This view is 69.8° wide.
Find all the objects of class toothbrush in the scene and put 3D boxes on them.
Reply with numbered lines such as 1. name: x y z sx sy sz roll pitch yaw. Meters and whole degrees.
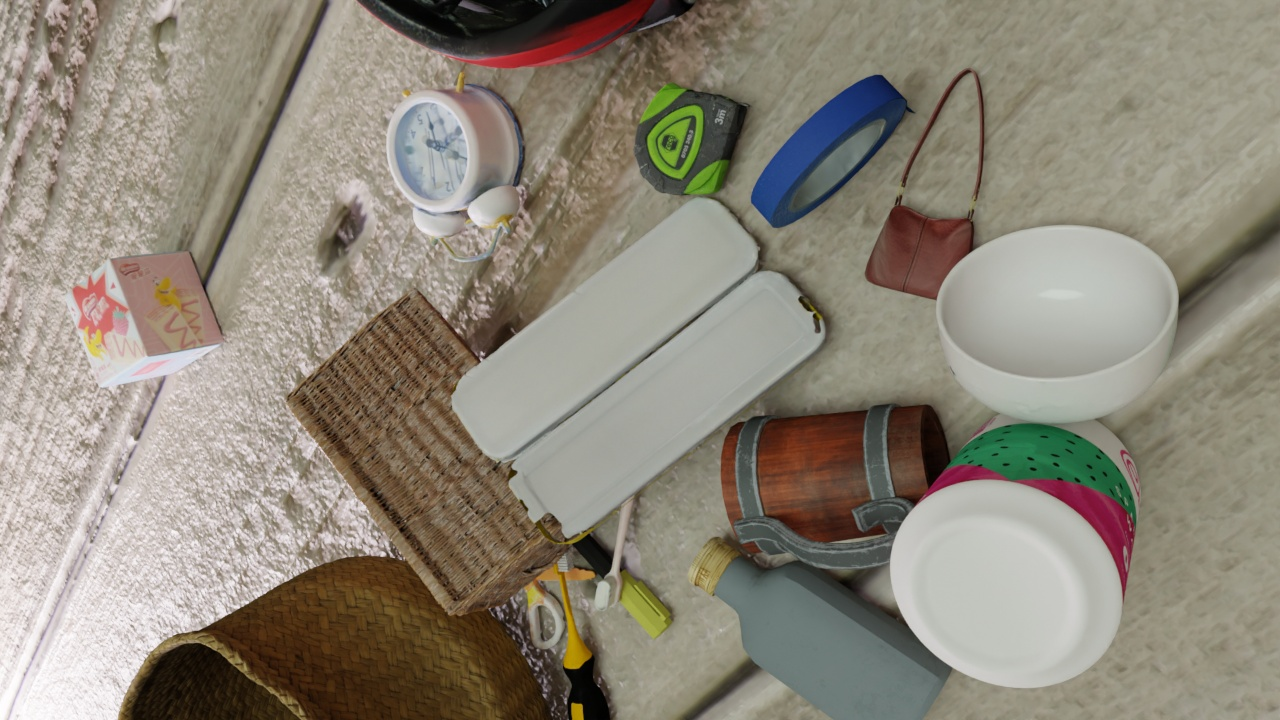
1. toothbrush: -0.046 0.225 0.680 0.031 0.031 0.197 -4 101 29
2. toothbrush: -0.009 0.085 0.625 0.016 0.018 0.181 15 101 25

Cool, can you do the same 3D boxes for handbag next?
1. handbag: 0.160 -0.094 0.489 0.055 0.029 0.120 18 105 25

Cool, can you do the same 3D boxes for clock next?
1. clock: -0.127 -0.132 0.640 0.089 0.051 0.125 -6 101 31

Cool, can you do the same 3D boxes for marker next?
1. marker: -0.025 0.147 0.660 0.124 0.017 0.021 45 119 17

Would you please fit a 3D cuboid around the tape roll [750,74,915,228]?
1. tape roll: 0.098 -0.108 0.481 0.093 0.091 0.016 -45 77 26

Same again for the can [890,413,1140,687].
1. can: 0.181 0.077 0.429 0.088 0.165 0.088 8 105 30

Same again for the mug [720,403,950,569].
1. mug: 0.106 0.074 0.507 0.111 0.117 0.081 -12 112 29

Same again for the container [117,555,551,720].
1. container: -0.221 0.308 0.708 0.307 0.196 0.307 9 108 28

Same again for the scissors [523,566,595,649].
1. scissors: -0.089 0.164 0.703 0.125 0.011 0.128 -3 104 27

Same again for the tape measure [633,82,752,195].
1. tape measure: 0.028 -0.132 0.553 0.059 0.035 0.066 25 110 15

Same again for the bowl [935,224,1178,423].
1. bowl: 0.199 -0.013 0.443 0.105 0.104 0.054 4 140 31

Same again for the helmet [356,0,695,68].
1. helmet: -0.076 -0.280 0.504 0.272 0.166 0.218 39 118 18

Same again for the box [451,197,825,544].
1. box: -0.004 0.003 0.549 0.209 0.023 0.127 -38 76 0

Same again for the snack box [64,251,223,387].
1. snack box: -0.458 -0.038 0.845 0.093 0.079 0.094 -21 89 33

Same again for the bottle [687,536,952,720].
1. bottle: 0.103 0.167 0.569 0.161 0.046 0.072 31 116 22

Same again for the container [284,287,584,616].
1. container: -0.124 0.066 0.624 0.113 0.113 0.198 -42 74 -5
